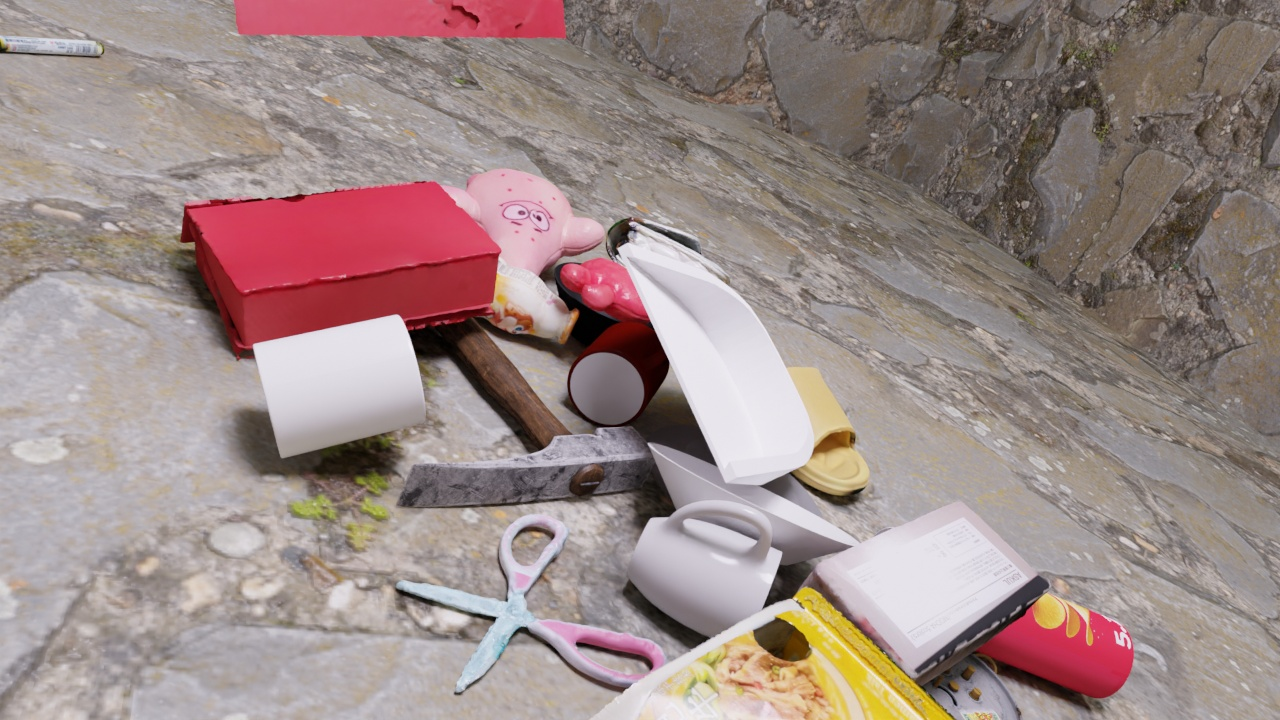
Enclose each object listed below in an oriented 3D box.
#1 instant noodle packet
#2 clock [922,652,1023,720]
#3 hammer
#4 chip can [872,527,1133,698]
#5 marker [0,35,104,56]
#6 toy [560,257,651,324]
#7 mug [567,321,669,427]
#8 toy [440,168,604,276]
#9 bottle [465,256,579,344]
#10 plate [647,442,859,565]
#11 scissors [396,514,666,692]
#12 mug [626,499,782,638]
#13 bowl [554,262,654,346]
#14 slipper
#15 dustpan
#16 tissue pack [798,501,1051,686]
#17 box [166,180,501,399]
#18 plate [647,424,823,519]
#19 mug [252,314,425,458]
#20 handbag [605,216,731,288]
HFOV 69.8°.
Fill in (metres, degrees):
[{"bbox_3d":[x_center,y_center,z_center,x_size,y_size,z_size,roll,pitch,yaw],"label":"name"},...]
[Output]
[{"bbox_3d":[0.069,0.228,0.481,0.221,0.084,0.163,-10,41,-44],"label":"instant noodle packet"},{"bbox_3d":[0.213,0.233,0.634,0.104,0.056,0.147,41,29,30],"label":"clock"},{"bbox_3d":[-0.151,0.006,0.741,0.217,0.037,0.300,1,34,-45],"label":"hammer"},{"bbox_3d":[0.289,0.207,0.749,0.220,0.069,0.069,23,24,-10],"label":"chip can"},{"bbox_3d":[-0.620,-0.324,0.945,0.017,0.017,0.146,32,24,10],"label":"marker"},{"bbox_3d":[-0.024,-0.068,0.875,0.091,0.045,0.135,39,20,30],"label":"toy"},{"bbox_3d":[-0.005,0.005,0.814,0.073,0.106,0.082,60,22,-9],"label":"mug"},{"bbox_3d":[-0.135,-0.142,0.994,0.192,0.097,0.236,11,34,-13],"label":"toy"},{"bbox_3d":[-0.113,-0.054,0.868,0.108,0.063,0.063,25,24,-3],"label":"bottle"},{"bbox_3d":[0.077,0.116,0.692,0.174,0.036,0.174,25,0,0],"label":"plate"},{"bbox_3d":[-0.066,0.148,0.571,0.170,0.013,0.175,17,27,-15],"label":"scissors"},{"bbox_3d":[0.044,0.129,0.607,0.089,0.107,0.071,22,37,10],"label":"mug"},{"bbox_3d":[-0.041,-0.046,0.940,0.124,0.053,0.124,23,24,-11],"label":"bowl"},{"bbox_3d":[0.146,0.033,0.947,0.099,0.078,0.263,3,32,-46],"label":"slipper"},{"bbox_3d":[0.082,0.007,0.776,0.191,0.053,0.257,66,12,15],"label":"dustpan"},{"bbox_3d":[0.190,0.163,0.636,0.181,0.071,0.104,-15,49,-39],"label":"tissue pack"},{"bbox_3d":[-0.293,-0.043,0.829,0.212,0.376,0.148,-14,78,-36],"label":"box"},{"bbox_3d":[0.087,0.109,0.810,0.178,0.012,0.178,23,24,-11],"label":"plate"},{"bbox_3d":[-0.199,0.017,0.606,0.090,0.074,0.111,-14,1,-21],"label":"mug"},{"bbox_3d":[0.038,-0.101,1.036,0.139,0.072,0.195,31,1,7],"label":"handbag"}]
